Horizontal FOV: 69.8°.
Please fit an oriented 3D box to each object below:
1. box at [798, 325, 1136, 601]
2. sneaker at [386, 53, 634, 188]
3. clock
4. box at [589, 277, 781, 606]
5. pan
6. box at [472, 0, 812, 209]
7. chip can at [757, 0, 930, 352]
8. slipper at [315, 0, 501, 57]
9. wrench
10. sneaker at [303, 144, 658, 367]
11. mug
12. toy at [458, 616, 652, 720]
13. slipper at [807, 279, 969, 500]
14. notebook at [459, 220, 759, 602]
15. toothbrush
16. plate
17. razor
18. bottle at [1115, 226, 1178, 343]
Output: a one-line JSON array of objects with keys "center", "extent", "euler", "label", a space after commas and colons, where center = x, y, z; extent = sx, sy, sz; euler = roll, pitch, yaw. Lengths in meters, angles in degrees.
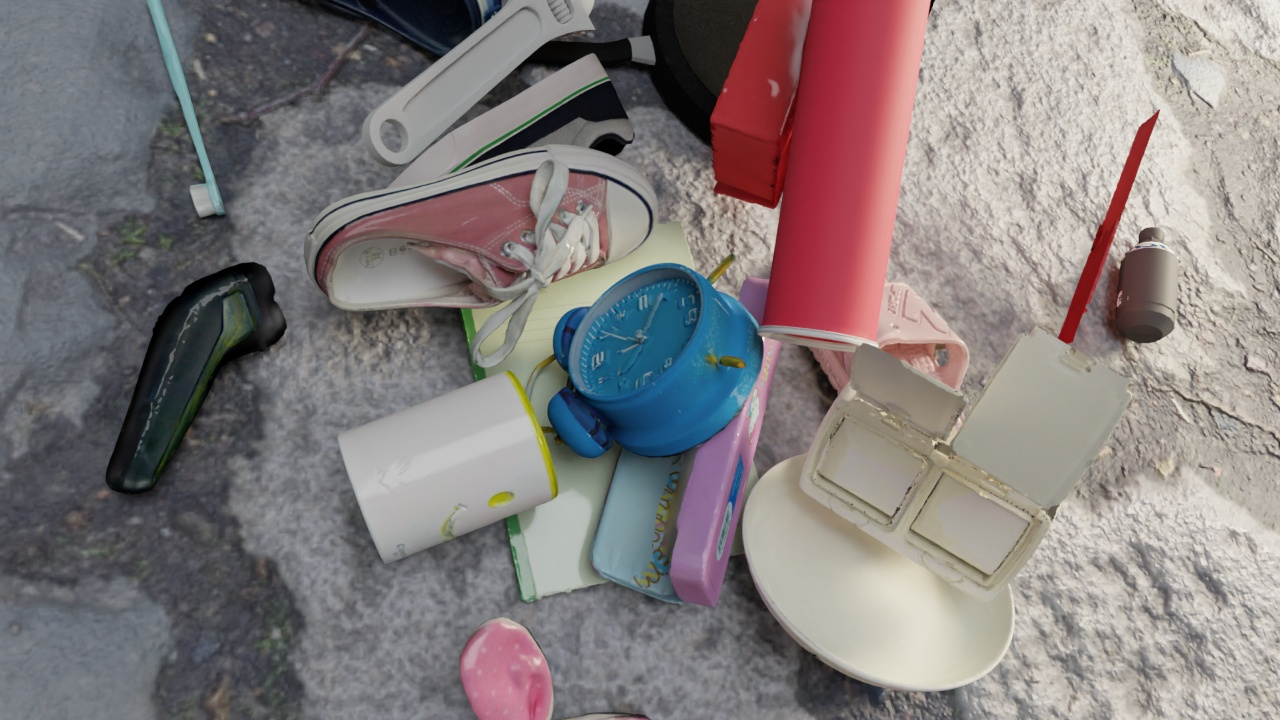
[{"center": [0.170, 0.056, 0.525], "extent": [0.143, 0.192, 0.068], "euler": [30, 47, 20], "label": "box"}, {"center": [-0.095, -0.124, 0.633], "extent": [0.234, 0.084, 0.079], "euler": [-40, 101, -27], "label": "sneaker"}, {"center": [-0.003, 0.003, 0.570], "extent": [0.060, 0.162, 0.116], "euler": [45, 30, -41], "label": "clock"}, {"center": [0.043, 0.049, 0.599], "extent": [0.077, 0.096, 0.213], "euler": [41, 55, -38], "label": "box"}, {"center": [0.052, -0.257, 0.759], "extent": [0.355, 0.034, 0.225], "euler": [-5, 71, -21], "label": "pan"}, {"center": [0.019, -0.264, 0.685], "extent": [0.326, 0.153, 0.213], "euler": [22, 87, 24], "label": "box"}, {"center": [0.120, -0.119, 0.533], "extent": [0.069, 0.069, 0.220], "euler": [10, 88, -14], "label": "chip can"}, {"center": [-0.213, -0.307, 0.650], "extent": [0.253, 0.105, 0.095], "euler": [38, 55, -3], "label": "slipper"}, {"center": [-0.105, -0.225, 0.632], "extent": [0.087, 0.018, 0.272], "euler": [59, 47, -27], "label": "wrench"}, {"center": [-0.079, -0.071, 0.571], "extent": [0.240, 0.118, 0.088], "euler": [-17, 42, -30], "label": "sneaker"}, {"center": [-0.112, 0.062, 0.537], "extent": [0.106, 0.083, 0.082], "euler": [-21, 76, -16], "label": "mug"}, {"center": [-0.074, 0.248, 0.479], "extent": [0.159, 0.084, 0.193], "euler": [46, 59, -22], "label": "toy"}, {"center": [0.187, 0.003, 0.656], "extent": [0.094, 0.065, 0.239], "euler": [-7, 58, -22], "label": "slipper"}, {"center": [-0.021, 0.022, 0.630], "extent": [0.181, 0.010, 0.252], "euler": [-8, 71, -21], "label": "notebook"}, {"center": [-0.309, -0.175, 0.616], "extent": [0.016, 0.016, 0.180], "euler": [-17, 75, -15], "label": "toothbrush"}, {"center": [0.149, 0.138, 0.598], "extent": [0.182, 0.034, 0.182], "euler": [10, 40, -9], "label": "plate"}, {"center": [-0.260, 0.010, 0.540], "extent": [0.067, 0.054, 0.151], "euler": [27, 67, -25], "label": "razor"}, {"center": [0.442, -0.068, 0.799], "extent": [0.047, 0.047, 0.112], "euler": [24, 62, -7], "label": "bottle"}]
